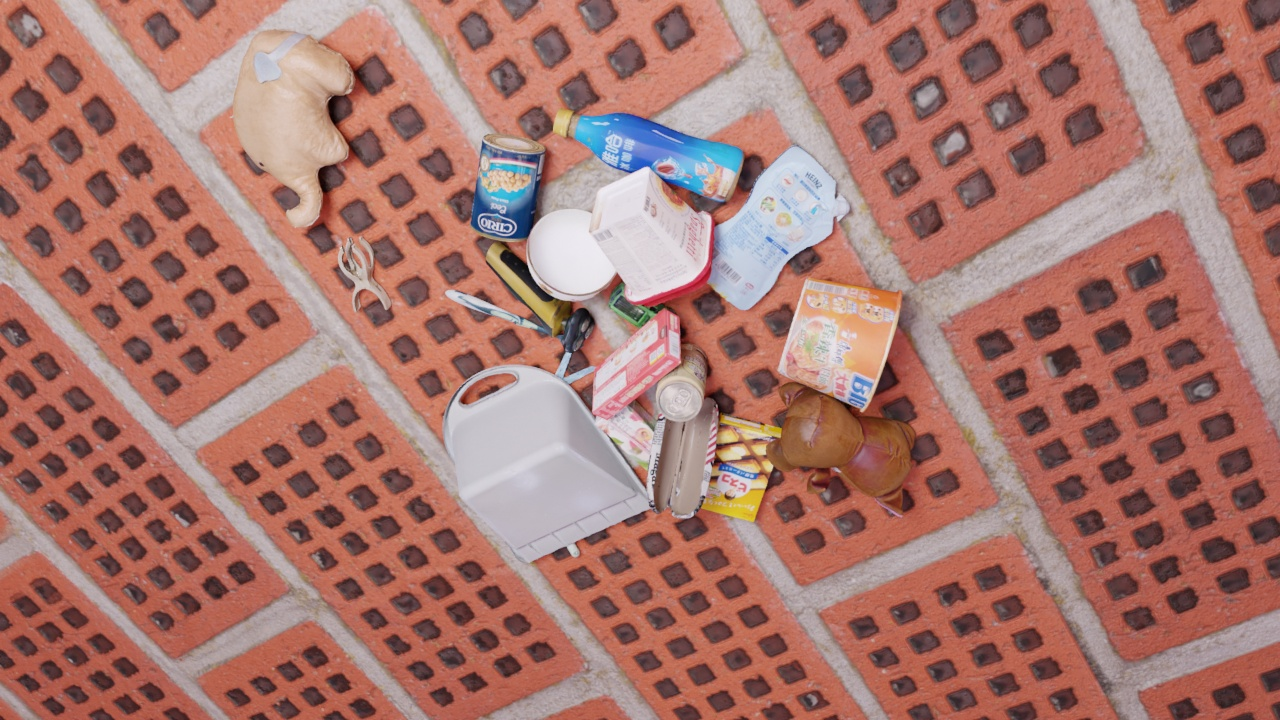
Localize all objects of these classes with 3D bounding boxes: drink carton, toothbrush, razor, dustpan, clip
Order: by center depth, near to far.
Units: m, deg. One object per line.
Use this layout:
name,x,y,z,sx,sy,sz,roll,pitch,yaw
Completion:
razor,-0.127,-0.084,1.153,0.167,0.062,0.068,44,144,-7
clip,-0.358,-0.109,1.183,0.072,0.034,0.100,-3,119,8
toothbrush,-0.164,-0.052,1.190,0.191,0.018,0.016,21,116,-3
drink carton,0.000,0.101,1.225,0.122,0.045,0.054,44,112,-13
dustpan,-0.144,0.132,1.258,0.223,0.142,0.258,-26,139,14
toothbrush,-0.133,0.207,1.307,0.029,0.020,0.189,-34,111,-18

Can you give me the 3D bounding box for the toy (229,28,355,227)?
toy,-0.415,-0.274,1.086,0.143,0.082,0.226,20,119,7

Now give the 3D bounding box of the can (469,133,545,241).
can,-0.157,-0.206,1.085,0.075,0.075,0.111,14,115,1

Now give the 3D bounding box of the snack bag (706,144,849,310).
snack bag,0.153,-0.154,1.089,0.110,0.038,0.191,43,112,-6

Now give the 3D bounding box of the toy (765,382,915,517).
toy,0.258,0.111,1.157,0.199,0.131,0.140,19,78,-13

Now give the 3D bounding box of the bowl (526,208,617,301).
bowl,-0.085,-0.120,1.112,0.113,0.113,0.062,26,158,-5

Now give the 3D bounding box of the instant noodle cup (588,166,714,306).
instant noodle cup,0.011,-0.143,1.048,0.117,0.116,0.124,-18,136,30

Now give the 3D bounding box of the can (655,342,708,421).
can,0.052,0.026,1.143,0.058,0.116,0.059,3,115,6

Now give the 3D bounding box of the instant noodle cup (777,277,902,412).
instant noodle cup,0.232,-0.026,1.084,0.111,0.151,0.152,17,116,9

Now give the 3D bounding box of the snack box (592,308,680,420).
snack box,-0.007,0.007,1.143,0.025,0.075,0.153,25,135,-28

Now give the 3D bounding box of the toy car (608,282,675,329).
toy car,0.003,-0.060,1.155,0.091,0.036,0.043,31,114,-11

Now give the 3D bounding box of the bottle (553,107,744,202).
bottle,0.008,-0.243,1.051,0.218,0.065,0.065,18,116,0

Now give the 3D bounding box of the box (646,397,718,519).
box,0.043,0.116,1.168,0.087,0.162,0.076,21,157,-25

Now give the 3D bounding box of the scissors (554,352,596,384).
scissors,-0.112,0.043,1.231,0.134,0.017,0.113,-24,108,14

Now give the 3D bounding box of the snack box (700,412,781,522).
snack box,0.130,0.145,1.236,0.087,0.033,0.141,15,118,1
